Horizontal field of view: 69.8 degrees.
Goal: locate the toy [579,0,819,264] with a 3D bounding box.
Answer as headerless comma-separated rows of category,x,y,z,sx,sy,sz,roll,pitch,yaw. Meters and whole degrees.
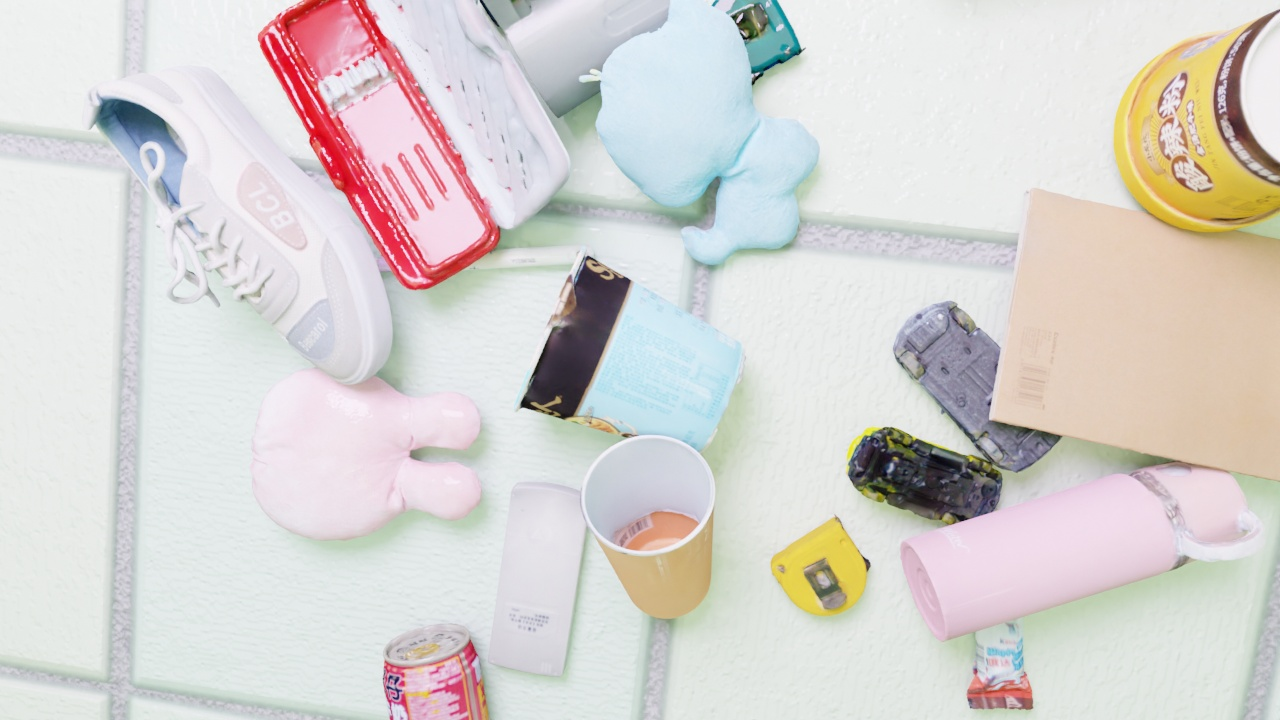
toy,0.037,-0.134,0.553,0.156,0.049,0.162,6,121,-15

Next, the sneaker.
sneaker,-0.252,-0.082,0.570,0.090,0.090,0.242,-40,86,34

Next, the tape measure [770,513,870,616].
tape measure,0.123,0.143,0.616,0.060,0.029,0.057,-34,94,9

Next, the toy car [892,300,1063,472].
toy car,0.214,0.016,0.585,0.054,0.036,0.120,-43,86,5

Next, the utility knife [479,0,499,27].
utility knife,-0.062,-0.285,0.579,0.033,0.015,0.154,26,99,-5

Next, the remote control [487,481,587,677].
remote control,-0.070,0.152,0.640,0.056,0.019,0.135,9,99,4

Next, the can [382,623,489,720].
can,-0.141,0.238,0.636,0.066,0.066,0.094,-7,98,6

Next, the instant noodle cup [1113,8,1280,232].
instant noodle cup,0.345,-0.136,0.505,0.118,0.114,0.118,0,92,3

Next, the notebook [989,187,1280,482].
notebook,0.329,-0.014,0.560,0.211,0.012,0.149,12,82,4

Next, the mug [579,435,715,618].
mug,0.010,0.111,0.573,0.078,0.123,0.078,-4,53,5

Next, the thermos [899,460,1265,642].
thermos,0.269,0.117,0.561,0.198,0.087,0.067,-16,108,0

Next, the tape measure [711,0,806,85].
tape measure,0.067,-0.205,0.573,0.054,0.025,0.058,-29,94,8

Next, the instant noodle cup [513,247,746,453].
instant noodle cup,-0.003,0.003,0.575,0.120,0.111,0.111,23,99,-4

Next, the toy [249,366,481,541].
toy,-0.185,0.065,0.622,0.159,0.054,0.121,3,97,3

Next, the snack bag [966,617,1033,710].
snack bag,0.240,0.181,0.612,0.048,0.026,0.104,-1,98,-3

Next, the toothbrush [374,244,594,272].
toothbrush,-0.125,-0.066,0.614,0.189,0.020,0.029,-2,103,5

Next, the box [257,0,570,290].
box,-0.139,-0.161,0.574,0.160,0.065,0.201,-32,88,23

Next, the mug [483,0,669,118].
mug,-0.032,-0.213,0.535,0.103,0.124,0.083,-28,70,6

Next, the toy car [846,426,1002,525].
toy car,0.184,0.075,0.599,0.105,0.032,0.048,19,100,-9
